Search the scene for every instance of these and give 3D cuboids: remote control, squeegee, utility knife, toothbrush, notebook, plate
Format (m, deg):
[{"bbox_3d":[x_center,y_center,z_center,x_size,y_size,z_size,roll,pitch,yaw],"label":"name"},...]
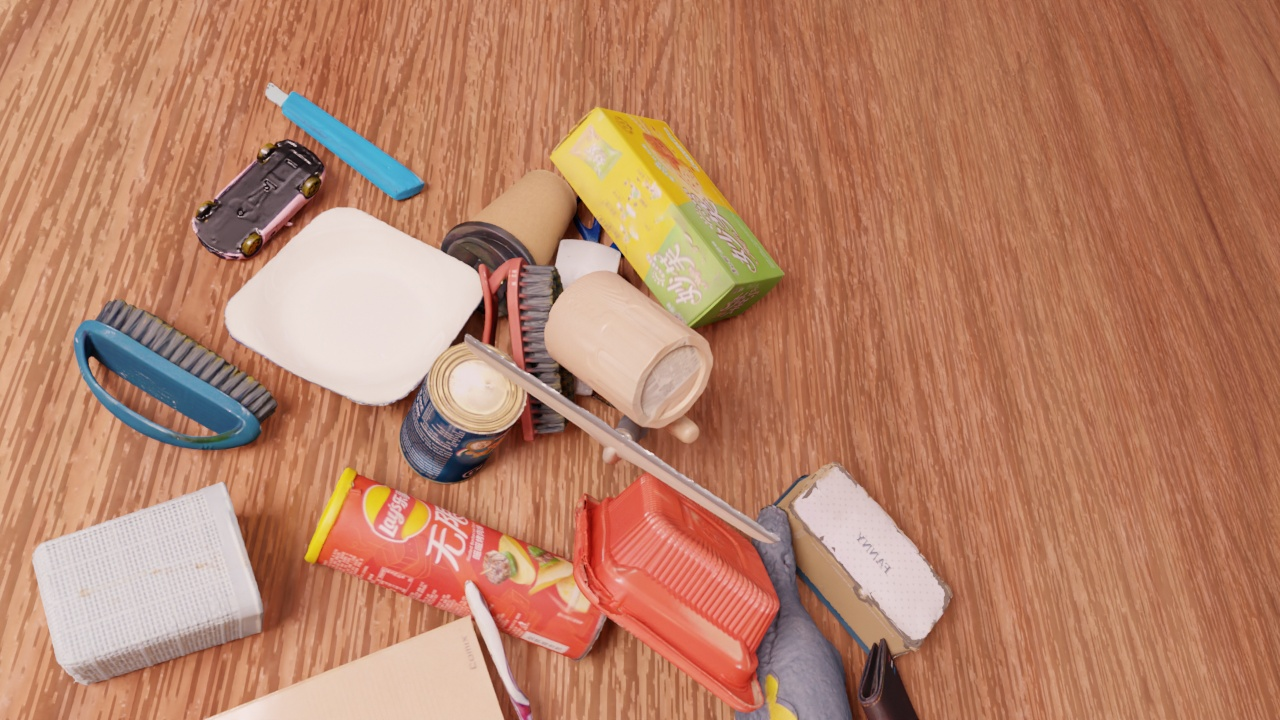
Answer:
[{"bbox_3d":[-0.056,-0.039,0.809,0.056,0.019,0.135,11,84,-2],"label":"remote control"},{"bbox_3d":[-0.013,0.059,0.722,0.246,0.246,0.039,33,94,3],"label":"squeegee"},{"bbox_3d":[-0.272,-0.200,0.832,0.166,0.018,0.034,36,51,-2],"label":"utility knife"},{"bbox_3d":[-0.082,0.238,0.647,0.017,0.016,0.187,-25,98,-20],"label":"toothbrush"},{"bbox_3d":[-0.186,0.275,0.593,0.211,0.012,0.149,-17,73,-20],"label":"notebook"},{"bbox_3d":[-0.225,-0.040,0.741,0.164,0.034,0.163,27,54,6],"label":"plate"}]

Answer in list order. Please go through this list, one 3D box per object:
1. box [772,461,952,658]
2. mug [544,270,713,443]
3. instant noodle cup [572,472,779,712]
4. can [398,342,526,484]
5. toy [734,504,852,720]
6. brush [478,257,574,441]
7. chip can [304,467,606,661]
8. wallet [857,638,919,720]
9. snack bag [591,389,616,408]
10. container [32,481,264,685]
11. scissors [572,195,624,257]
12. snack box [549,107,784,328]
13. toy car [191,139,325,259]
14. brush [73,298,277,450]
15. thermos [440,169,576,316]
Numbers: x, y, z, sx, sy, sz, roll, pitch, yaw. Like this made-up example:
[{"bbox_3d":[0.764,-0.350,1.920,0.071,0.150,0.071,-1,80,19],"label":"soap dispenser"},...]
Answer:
[{"bbox_3d":[0.190,0.175,0.830,0.089,0.059,0.184,-34,80,-36],"label":"box"},{"bbox_3d":[-0.004,0.004,0.704,0.084,0.125,0.103,-40,51,-16],"label":"mug"},{"bbox_3d":[0.030,0.157,0.683,0.164,0.188,0.079,37,98,-10],"label":"instant noodle cup"},{"bbox_3d":[-0.138,0.042,0.706,0.075,0.111,0.075,12,59,-21],"label":"can"},{"bbox_3d":[0.138,0.289,0.722,0.137,0.092,0.356,-4,67,-41],"label":"toy"},{"bbox_3d":[-0.096,-0.012,0.749,0.069,0.146,0.063,-2,18,8],"label":"brush"},{"bbox_3d":[-0.130,0.152,0.675,0.216,0.073,0.073,25,55,-12],"label":"chip can"},{"bbox_3d":[0.216,0.305,0.753,0.122,0.020,0.096,64,25,-4],"label":"wallet"},{"bbox_3d":[-0.016,-0.003,0.843,0.045,0.026,0.105,28,53,12],"label":"snack bag"},{"bbox_3d":[-0.310,0.144,0.583,0.111,0.090,0.090,-15,71,-29],"label":"container"},{"bbox_3d":[-0.035,-0.095,0.895,0.146,0.012,0.169,-5,67,-27],"label":"scissors"},{"bbox_3d":[0.031,-0.136,0.874,0.210,0.070,0.157,53,25,9],"label":"snack box"},{"bbox_3d":[-0.315,-0.133,0.764,0.056,0.037,0.122,36,66,-1],"label":"toy car"},{"bbox_3d":[-0.338,0.019,0.655,0.144,0.055,0.073,32,54,-8],"label":"brush"},{"bbox_3d":[-0.112,-0.109,0.822,0.093,0.093,0.142,35,46,-5],"label":"thermos"}]
